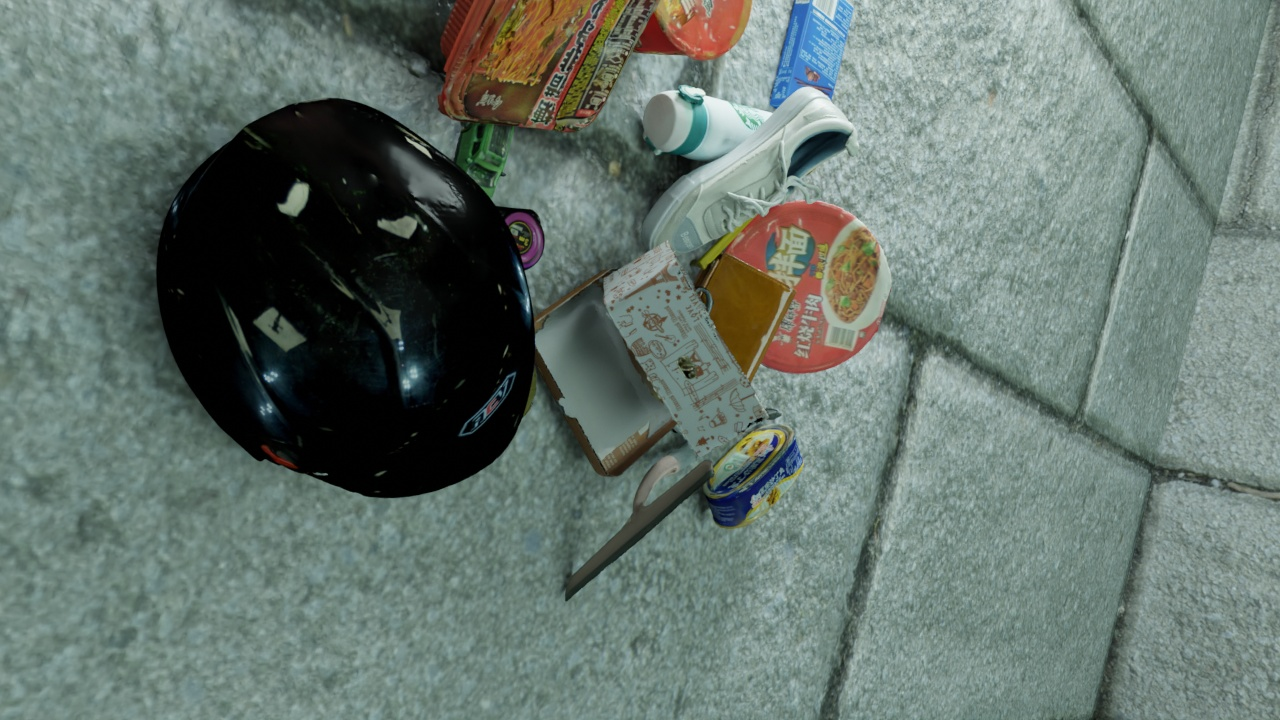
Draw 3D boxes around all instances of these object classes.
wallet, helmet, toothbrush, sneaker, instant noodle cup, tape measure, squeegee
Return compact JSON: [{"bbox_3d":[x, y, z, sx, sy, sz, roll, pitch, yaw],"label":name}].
[{"bbox_3d":[0.089,-0.045,0.994,0.130,0.119,0.035,-62,179,-4],"label":"wallet"},{"bbox_3d":[-0.190,-0.039,0.622,0.274,0.231,0.232,40,65,-1],"label":"helmet"},{"bbox_3d":[0.107,0.073,1.092,0.188,0.017,0.014,-5,105,-43],"label":"toothbrush"},{"bbox_3d":[0.130,-0.162,0.992,0.190,0.016,0.016,-44,96,-14],"label":"toothbrush"},{"bbox_3d":[0.115,-0.171,0.933,0.242,0.090,0.089,-38,148,2],"label":"sneaker"},{"bbox_3d":[0.022,-0.345,0.847,0.137,0.109,0.138,-11,106,-43],"label":"instant noodle cup"},{"bbox_3d":[-0.116,-0.107,0.814,0.057,0.039,0.058,-7,99,-44],"label":"tape measure"},{"bbox_3d":[-0.081,-0.268,0.729,0.188,0.079,0.165,-14,144,-54],"label":"instant noodle cup"},{"bbox_3d":[0.181,-0.083,1.045,0.066,0.194,0.194,-72,170,-84],"label":"instant noodle cup"},{"bbox_3d":[0.034,0.119,0.977,0.040,0.248,0.248,45,34,3],"label":"squeegee"}]

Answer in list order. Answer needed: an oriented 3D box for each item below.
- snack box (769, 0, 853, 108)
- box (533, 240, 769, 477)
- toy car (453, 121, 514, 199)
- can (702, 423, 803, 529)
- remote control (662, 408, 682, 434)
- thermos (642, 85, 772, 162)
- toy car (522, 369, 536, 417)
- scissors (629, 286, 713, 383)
[{"bbox_3d":[0.203,-0.360,1.083,0.084,0.026,0.157,16,88,-45],"label":"snack box"},{"bbox_3d":[-0.007,0.006,0.881,0.181,0.153,0.182,-30,105,5],"label":"box"},{"bbox_3d":[-0.135,-0.177,0.784,0.043,0.036,0.091,14,93,-47],"label":"toy car"},{"bbox_3d":[0.135,0.136,1.093,0.147,0.075,0.049,-39,120,-33],"label":"can"},{"bbox_3d":[0.067,0.018,1.035,0.056,0.020,0.135,47,64,-40],"label":"remote control"},{"bbox_3d":[0.097,-0.242,0.974,0.223,0.073,0.073,-2,100,-44],"label":"thermos"},{"bbox_3d":[-0.150,0.038,0.813,0.157,0.042,0.070,-31,120,-39],"label":"toy car"},{"bbox_3d":[0.013,-0.016,0.959,0.175,0.014,0.159,-31,105,-12],"label":"scissors"}]
